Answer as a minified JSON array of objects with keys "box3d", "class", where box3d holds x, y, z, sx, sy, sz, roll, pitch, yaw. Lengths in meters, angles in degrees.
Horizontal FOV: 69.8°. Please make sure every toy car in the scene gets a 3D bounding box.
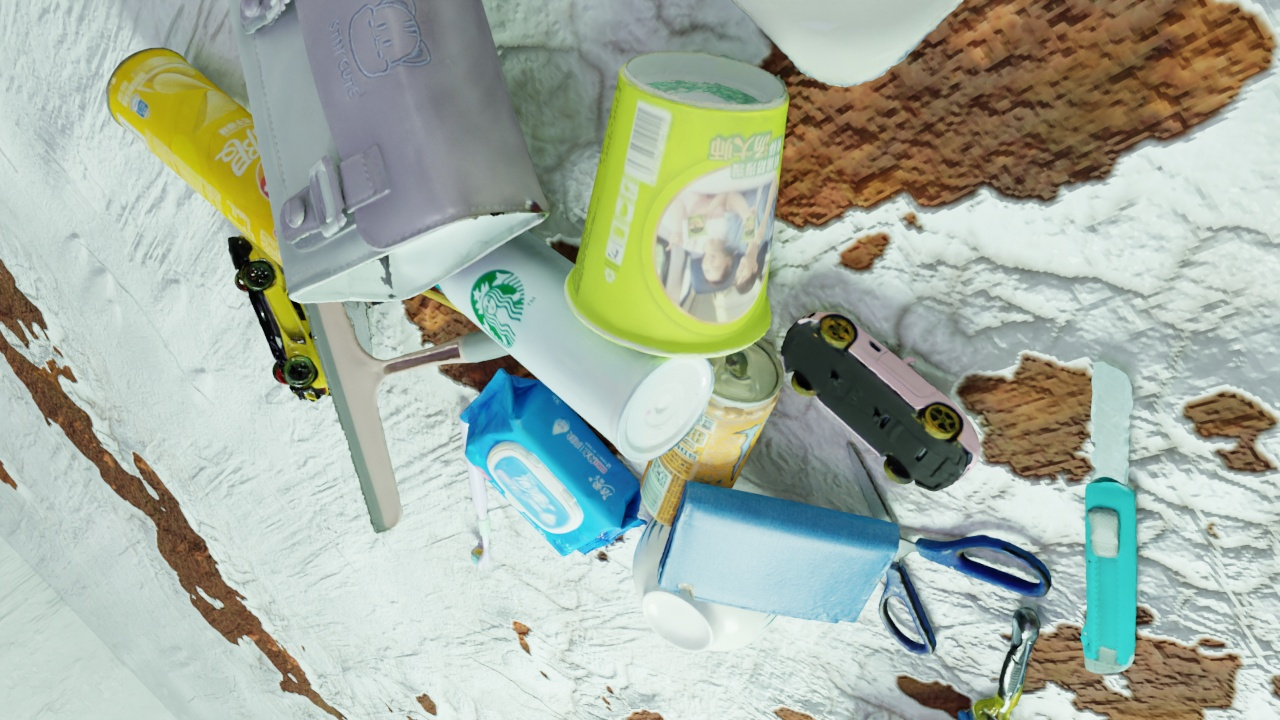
[{"box3d":[0.130,0.019,0.500,0.122,0.037,0.056,44,143,19],"class":"toy car"},{"box3d":[-0.306,-0.035,0.780,0.071,0.041,0.156,0,113,59],"class":"toy car"}]

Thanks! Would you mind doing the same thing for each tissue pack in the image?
[{"box3d":[-0.072,0.081,0.694,0.157,0.052,0.095,48,138,-5],"class":"tissue pack"}]

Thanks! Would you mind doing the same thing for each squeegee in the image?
[{"box3d":[-0.129,-0.006,0.655,0.250,0.040,0.247,-11,97,32],"class":"squeegee"}]

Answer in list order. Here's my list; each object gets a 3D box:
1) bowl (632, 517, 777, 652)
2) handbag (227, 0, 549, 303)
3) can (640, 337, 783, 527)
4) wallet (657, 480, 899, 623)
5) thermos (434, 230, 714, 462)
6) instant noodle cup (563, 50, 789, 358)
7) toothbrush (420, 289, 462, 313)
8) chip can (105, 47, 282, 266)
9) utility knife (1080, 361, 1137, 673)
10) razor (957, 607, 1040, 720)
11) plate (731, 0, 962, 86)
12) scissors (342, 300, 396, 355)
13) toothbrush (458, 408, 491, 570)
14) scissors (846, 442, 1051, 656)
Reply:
[{"box3d":[0.041,0.167,0.666,0.116,0.066,0.117,21,133,23],"class":"bowl"},{"box3d":[-0.141,-0.142,0.487,0.145,0.098,0.197,-20,82,34],"class":"handbag"},{"box3d":[0.041,0.047,0.567,0.058,0.058,0.146,32,142,13],"class":"can"},{"box3d":[0.083,0.122,0.577,0.133,0.040,0.107,12,136,0],"class":"wallet"},{"box3d":[-0.060,-0.030,0.532,0.224,0.073,0.073,37,142,35],"class":"thermos"},{"box3d":[0.023,-0.082,0.456,0.112,0.111,0.124,24,126,21],"class":"instant noodle cup"},{"box3d":[-0.099,-0.033,0.599,0.191,0.016,0.018,22,104,24],"class":"toothbrush"},{"box3d":[-0.284,-0.137,0.648,0.213,0.071,0.072,37,139,17],"class":"chip can"},{"box3d":[0.247,0.094,0.485,0.029,0.013,0.223,6,126,35],"class":"utility knife"},{"box3d":[0.233,0.205,0.583,0.042,0.022,0.143,-115,20,-52],"class":"razor"},{"box3d":[0.079,-0.209,0.353,0.164,0.034,0.164,45,139,-1],"class":"plate"},{"box3d":[-0.222,-0.064,0.722,0.189,0.015,0.227,10,130,32],"class":"scissors"},{"box3d":[-0.146,0.114,0.804,0.021,0.029,0.189,-4,129,-8],"class":"toothbrush"},{"box3d":[0.165,0.125,0.576,0.173,0.012,0.162,14,130,32],"class":"scissors"}]
